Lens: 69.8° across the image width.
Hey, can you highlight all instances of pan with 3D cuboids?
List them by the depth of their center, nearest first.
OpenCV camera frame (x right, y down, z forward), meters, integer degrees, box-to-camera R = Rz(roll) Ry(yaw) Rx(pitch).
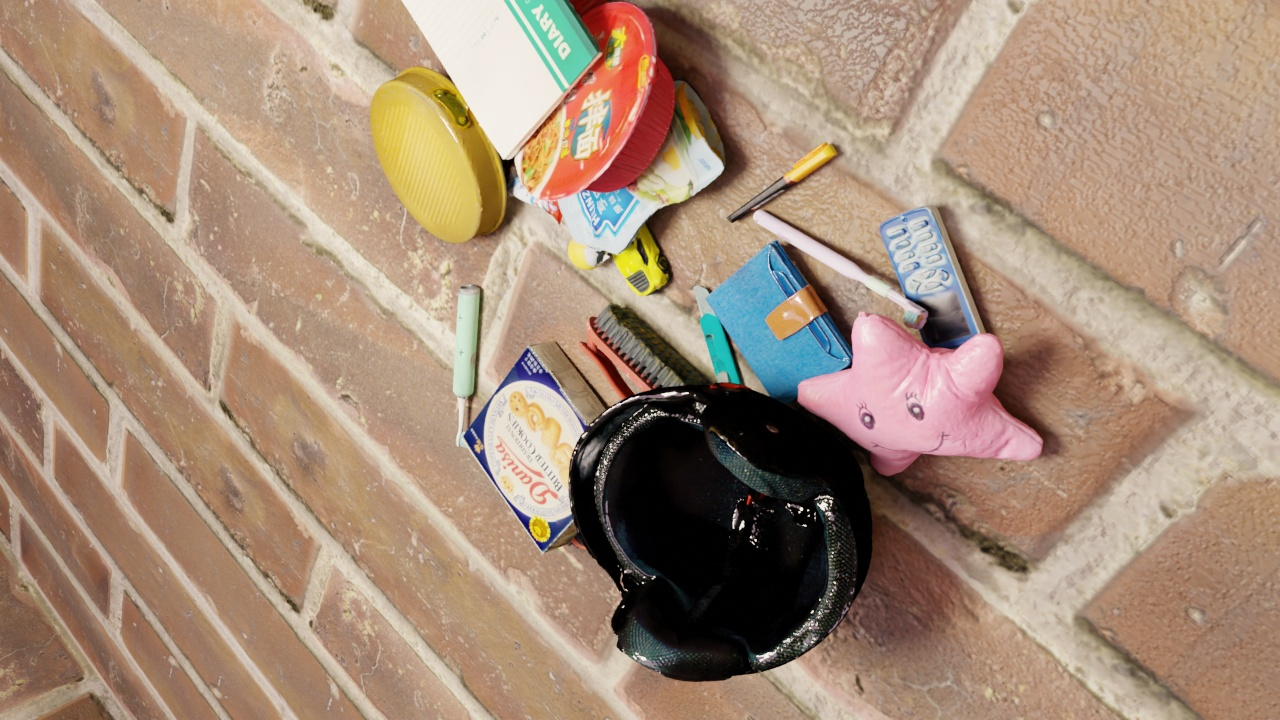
[{"bbox_3d":[-0.185,-0.264,0.965,0.197,0.078,0.358,50,147,4],"label":"pan"}]

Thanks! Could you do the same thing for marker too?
[{"bbox_3d":[0.123,-0.156,0.819,0.124,0.018,0.015,-32,85,42],"label":"marker"}]

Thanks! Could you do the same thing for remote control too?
[{"bbox_3d":[0.241,-0.064,0.753,0.049,0.024,0.125,-17,98,41],"label":"remote control"}]

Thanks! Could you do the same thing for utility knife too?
[{"bbox_3d":[0.083,0.011,0.913,0.029,0.013,0.179,-13,97,39],"label":"utility knife"}]

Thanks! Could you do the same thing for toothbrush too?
[{"bbox_3d":[0.167,-0.083,0.795,0.189,0.021,0.029,40,166,33],"label":"toothbrush"},{"bbox_3d":[-0.220,0.012,1.147,0.027,0.026,0.225,14,115,11],"label":"toothbrush"}]

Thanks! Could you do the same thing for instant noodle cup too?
[{"bbox_3d":[-0.035,-0.229,0.854,0.194,0.065,0.193,-19,63,42],"label":"instant noodle cup"}]

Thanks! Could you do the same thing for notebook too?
[{"bbox_3d":[-0.137,-0.318,0.857,0.151,0.012,0.209,-38,81,35],"label":"notebook"}]

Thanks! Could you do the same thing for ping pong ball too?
[{"bbox_3d":[-0.056,-0.115,0.961,0.040,0.040,0.040,14,114,35],"label":"ping pong ball"}]

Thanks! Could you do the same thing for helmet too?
[{"bbox_3d":[0.075,0.138,0.823,0.275,0.229,0.234,31,109,26],"label":"helmet"}]

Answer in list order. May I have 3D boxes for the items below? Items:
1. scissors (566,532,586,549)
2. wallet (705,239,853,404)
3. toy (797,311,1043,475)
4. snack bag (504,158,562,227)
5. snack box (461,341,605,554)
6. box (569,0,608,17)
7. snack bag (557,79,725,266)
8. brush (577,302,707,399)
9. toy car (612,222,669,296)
[{"bbox_3d":[-0.025,0.174,1.057,0.207,0.015,0.192,24,118,31],"label":"scissors"},{"bbox_3d":[0.128,-0.031,0.848,0.107,0.040,0.133,-40,81,44],"label":"wallet"},{"bbox_3d":[0.214,0.027,0.761,0.195,0.074,0.178,-12,123,44],"label":"toy"},{"bbox_3d":[-0.114,-0.183,0.994,0.104,0.026,0.048,32,114,26],"label":"snack bag"},{"bbox_3d":[-0.107,0.103,1.064,0.178,0.045,0.183,52,126,17],"label":"snack box"},{"bbox_3d":[-0.116,-0.377,0.900,0.202,0.073,0.154,-25,111,42],"label":"box"},{"bbox_3d":[-0.007,-0.175,0.887,0.192,0.038,0.110,-33,77,35],"label":"snack bag"},{"bbox_3d":[-0.006,0.006,0.949,0.146,0.063,0.069,44,114,20],"label":"brush"},{"bbox_3d":[-0.011,-0.115,0.932,0.048,0.032,0.105,-29,85,41],"label":"toy car"}]
